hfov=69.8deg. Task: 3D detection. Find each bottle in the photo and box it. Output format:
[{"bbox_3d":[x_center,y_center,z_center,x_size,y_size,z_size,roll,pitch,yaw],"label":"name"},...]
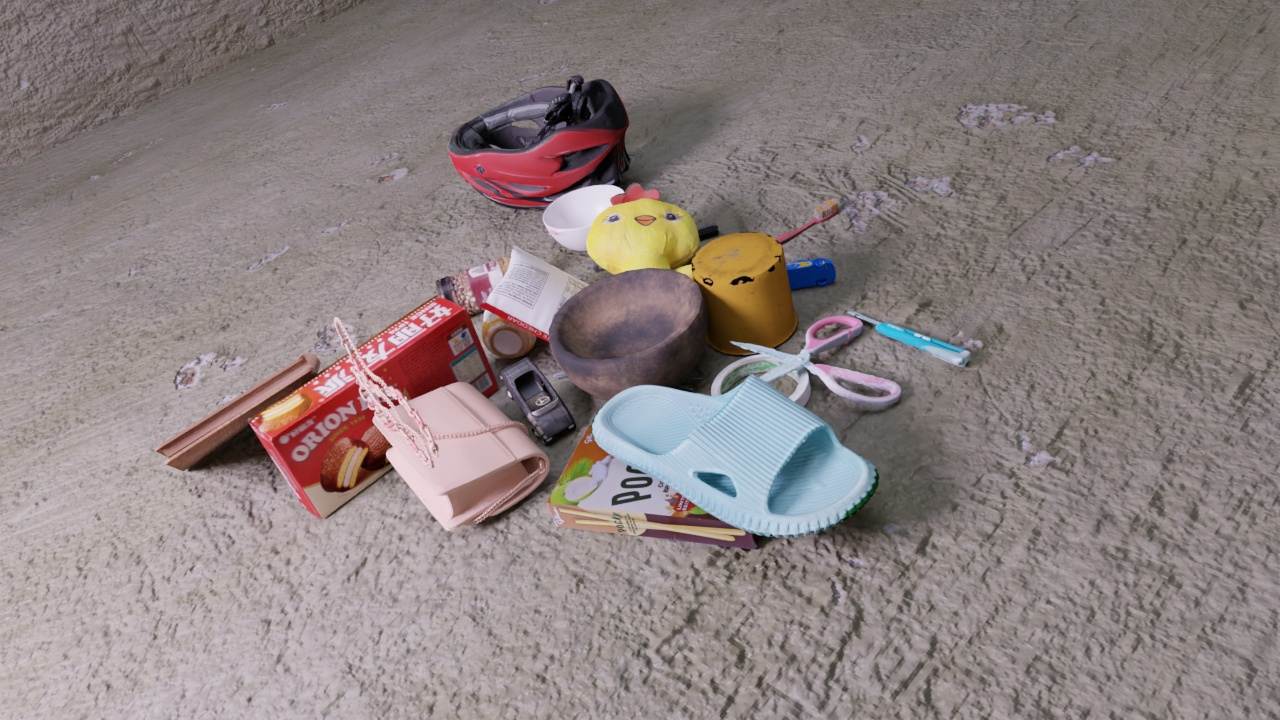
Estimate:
[{"bbox_3d":[-0.195,-0.091,1.143,0.105,0.056,0.056,-19,36,-4],"label":"bottle"},{"bbox_3d":[-0.150,-0.052,1.068,0.063,0.063,0.108,-12,36,7],"label":"bottle"}]

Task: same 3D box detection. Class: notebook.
[{"bbox_3d":[-0.420,0.056,0.972,0.168,0.022,0.211,-37,6,-23],"label":"notebook"}]

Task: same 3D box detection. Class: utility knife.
[{"bbox_3d":[0.259,-0.024,0.904,0.022,0.015,0.149,-20,31,-32],"label":"utility knife"}]

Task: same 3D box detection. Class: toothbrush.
[{"bbox_3d":[0.019,-0.142,1.160,0.167,0.013,0.013,-18,44,0],"label":"toothbrush"},{"bbox_3d":[0.167,-0.147,1.105,0.184,0.016,0.015,-32,45,-17],"label":"toothbrush"}]

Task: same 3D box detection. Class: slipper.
[{"bbox_3d":[0.063,0.065,0.767,0.276,0.069,0.115,19,52,40],"label":"slipper"}]

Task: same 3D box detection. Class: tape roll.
[{"bbox_3d":[0.117,0.029,0.891,0.094,0.018,0.093,-12,36,9],"label":"tape roll"}]

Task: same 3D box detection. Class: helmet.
[{"bbox_3d":[-0.144,-0.306,1.312,0.272,0.167,0.216,1,40,24],"label":"helmet"}]

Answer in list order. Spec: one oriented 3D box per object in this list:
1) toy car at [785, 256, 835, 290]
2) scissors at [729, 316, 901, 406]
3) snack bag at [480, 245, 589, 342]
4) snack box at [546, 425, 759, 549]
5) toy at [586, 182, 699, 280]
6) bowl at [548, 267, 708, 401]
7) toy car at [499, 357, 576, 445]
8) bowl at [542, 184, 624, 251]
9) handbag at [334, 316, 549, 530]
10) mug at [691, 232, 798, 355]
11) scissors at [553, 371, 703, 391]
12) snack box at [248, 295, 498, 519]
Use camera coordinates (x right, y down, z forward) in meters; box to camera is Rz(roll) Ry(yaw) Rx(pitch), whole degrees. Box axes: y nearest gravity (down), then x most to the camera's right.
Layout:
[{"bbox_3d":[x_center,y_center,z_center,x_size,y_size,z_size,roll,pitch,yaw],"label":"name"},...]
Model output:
[{"bbox_3d":[0.170,-0.109,1.034,0.092,0.033,0.061,-9,44,11],"label":"toy car"},{"bbox_3d":[0.176,0.003,0.880,0.170,0.013,0.175,-23,42,-33],"label":"scissors"},{"bbox_3d":[-0.102,-0.070,1.038,0.130,0.039,0.143,27,34,-10],"label":"snack bag"},{"bbox_3d":[0.022,0.108,0.812,0.186,0.032,0.100,2,40,24],"label":"snack box"},{"bbox_3d":[0.005,-0.117,1.074,0.134,0.092,0.207,-4,46,-1],"label":"toy"},{"bbox_3d":[-0.007,-0.021,0.935,0.162,0.070,0.162,-12,37,9],"label":"bowl"},{"bbox_3d":[-0.105,0.039,0.929,0.040,0.037,0.092,-30,71,-19],"label":"toy car"},{"bbox_3d":[-0.068,-0.182,1.216,0.115,0.051,0.114,-11,36,8],"label":"bowl"},{"bbox_3d":[-0.171,0.045,0.843,0.116,0.187,0.199,-28,40,-25],"label":"handbag"},{"bbox_3d":[0.104,-0.079,0.972,0.100,0.094,0.123,-23,36,-8],"label":"mug"},{"bbox_3d":[-0.015,0.018,0.963,0.120,0.014,0.160,-28,34,-16],"label":"scissors"},{"bbox_3d":[-0.267,0.044,0.947,0.235,0.113,0.060,-39,42,-27],"label":"snack box"}]
